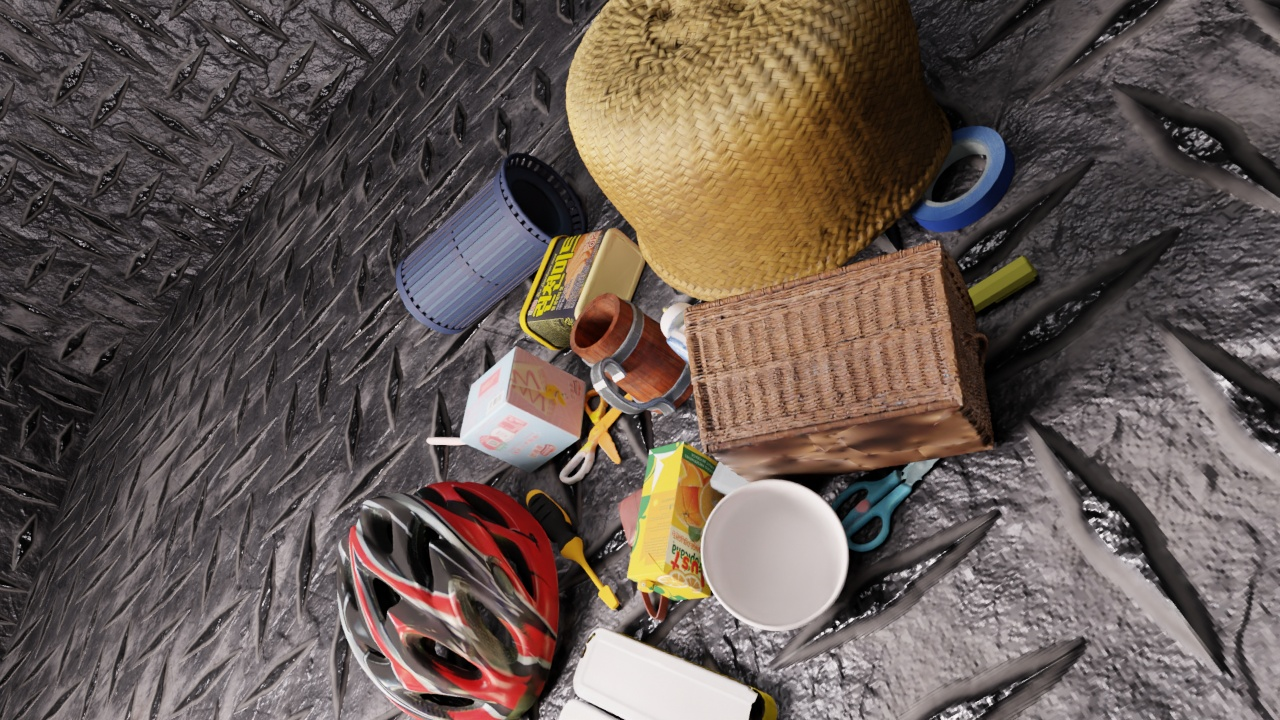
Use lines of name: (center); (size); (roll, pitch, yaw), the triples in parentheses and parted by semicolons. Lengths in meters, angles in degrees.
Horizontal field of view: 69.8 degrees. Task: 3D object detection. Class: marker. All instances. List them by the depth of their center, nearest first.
marker: (0.240, -0.037, 0.694); (0.124, 0.021, 0.017); (-37, 38, 31)

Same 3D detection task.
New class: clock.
clock: (0.064, -0.011, 0.825); (0.052, 0.089, 0.125); (-51, 36, -3)

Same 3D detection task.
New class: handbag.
handbag: (0.010, 0.169, 0.800); (0.055, 0.029, 0.119); (-35, 45, 31)

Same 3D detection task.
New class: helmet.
helmet: (-0.187, 0.231, 0.885); (0.272, 0.166, 0.217); (37, 99, 43)

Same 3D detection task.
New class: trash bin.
trash bin: (-0.207, -0.145, 1.221); (0.250, 0.139, 0.139); (-34, 40, 31)

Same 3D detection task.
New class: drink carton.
drink carton: (0.032, 0.137, 0.766); (0.041, 0.058, 0.122); (-19, 49, 41)

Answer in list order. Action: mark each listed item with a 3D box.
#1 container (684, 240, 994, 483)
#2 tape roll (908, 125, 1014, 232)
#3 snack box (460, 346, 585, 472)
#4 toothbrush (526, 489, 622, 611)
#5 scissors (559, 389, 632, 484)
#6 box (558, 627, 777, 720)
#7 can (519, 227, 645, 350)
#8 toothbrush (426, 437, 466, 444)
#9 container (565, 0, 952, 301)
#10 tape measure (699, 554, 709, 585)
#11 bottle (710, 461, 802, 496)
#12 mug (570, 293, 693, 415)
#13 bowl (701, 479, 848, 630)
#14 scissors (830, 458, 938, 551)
container: (0.140, 0.011, 0.645); (0.199, 0.113, 0.112); (-15, 62, 26)
tape roll: (0.263, -0.151, 0.763); (0.093, 0.016, 0.091); (-49, 35, 9)
snack box: (-0.124, 0.054, 0.981); (0.093, 0.094, 0.079); (-37, 35, 38)
toothbrush: (-0.067, 0.177, 0.879); (0.031, 0.031, 0.197); (-45, 37, -4)
scissors: (-0.045, 0.076, 0.951); (0.128, 0.011, 0.125); (-52, 33, 9)
box: (0.008, 0.289, 0.704); (0.210, 0.023, 0.127); (2, 63, 50)
can: (-0.065, -0.082, 1.054); (0.101, 0.072, 0.130); (-3, 60, 46)
toothbrush: (-0.218, 0.103, 1.134); (0.182, 0.015, 0.018); (-3, 65, 48)
container: (0.086, -0.228, 0.791); (0.308, 0.196, 0.306); (-18, 51, 24)
tape measure: (0.076, 0.152, 0.720); (0.065, 0.036, 0.059); (-56, 35, -2)
bottle: (0.120, 0.043, 0.748); (0.072, 0.046, 0.161); (13, 72, 53)
mug: (-0.005, 0.005, 0.873); (0.082, 0.111, 0.117); (-31, 41, 31)
bowl: (0.098, 0.143, 0.665); (0.105, 0.054, 0.104); (-4, 67, 9)
scissors: (0.191, 0.085, 0.660); (0.137, 0.015, 0.056); (-47, 33, 16)
